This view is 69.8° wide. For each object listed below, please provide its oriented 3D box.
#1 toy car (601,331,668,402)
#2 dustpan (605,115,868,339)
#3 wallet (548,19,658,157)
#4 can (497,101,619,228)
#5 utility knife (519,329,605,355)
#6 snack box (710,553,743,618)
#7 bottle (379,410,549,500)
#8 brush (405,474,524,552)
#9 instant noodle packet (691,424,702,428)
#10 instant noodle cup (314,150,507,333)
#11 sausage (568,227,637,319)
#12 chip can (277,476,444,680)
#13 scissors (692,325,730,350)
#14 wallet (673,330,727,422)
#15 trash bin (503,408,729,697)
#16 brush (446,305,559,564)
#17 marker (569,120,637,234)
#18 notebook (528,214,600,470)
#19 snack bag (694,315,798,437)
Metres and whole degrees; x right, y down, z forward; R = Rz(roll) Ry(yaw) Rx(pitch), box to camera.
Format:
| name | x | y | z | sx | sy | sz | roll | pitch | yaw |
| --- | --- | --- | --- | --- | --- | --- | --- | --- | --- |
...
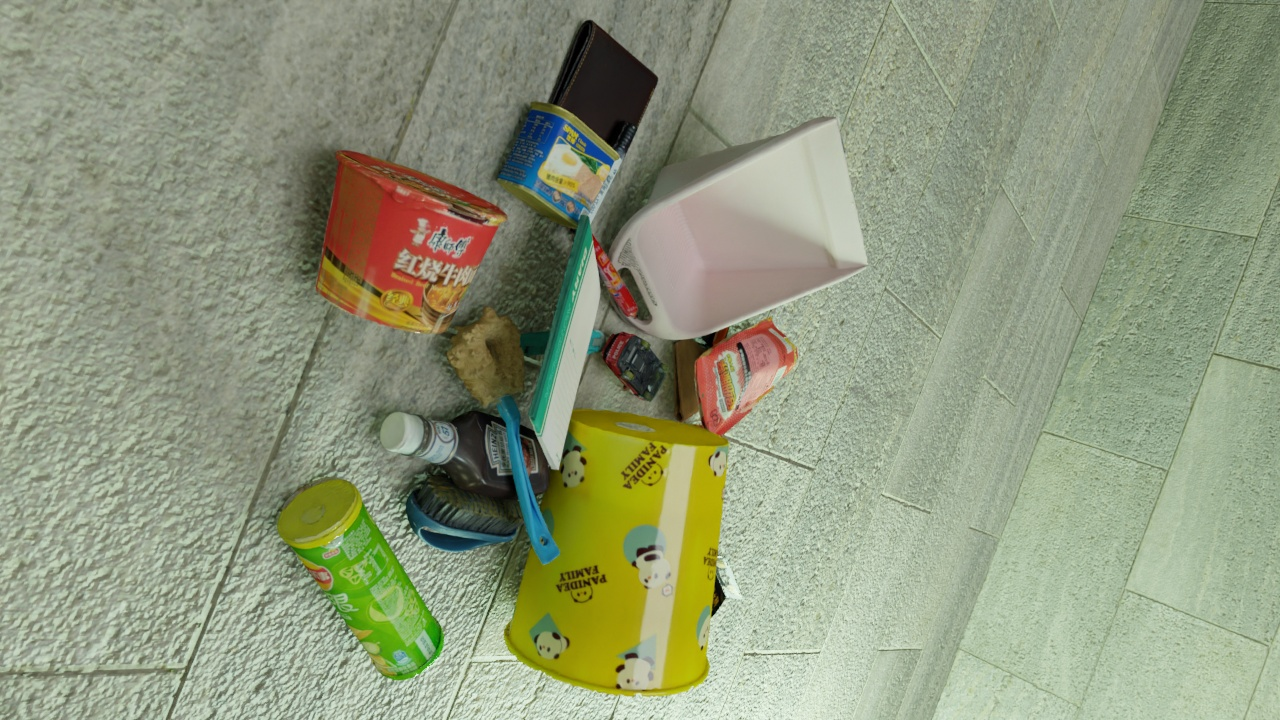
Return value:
| name | x | y | z | sx | sy | sz | roll | pitch | yaw |
| --- | --- | --- | --- | --- | --- | --- | --- | --- | --- |
| toy car | -0.006 | 0.006 | 1.060 | 0.053 | 0.045 | 0.120 | -60 | 150 | -12 |
| dustpan | 0.107 | -0.119 | 1.016 | 0.223 | 0.274 | 0.138 | 60 | 34 | -42 |
| wallet | -0.034 | -0.268 | 0.920 | 0.122 | 0.020 | 0.096 | 20 | 95 | -54 |
| can | -0.079 | -0.183 | 0.873 | 0.102 | 0.057 | 0.083 | 30 | 85 | -52 |
| utility knife | -0.091 | -0.017 | 0.970 | 0.171 | 0.013 | 0.029 | -5 | 111 | -50 |
| snack box | 0.059 | 0.278 | 1.200 | 0.053 | 0.126 | 0.113 | -49 | 139 | -25 |
| bottle | -0.164 | 0.086 | 0.882 | 0.194 | 0.044 | 0.079 | 25 | 49 | -53 |
| brush | -0.178 | 0.158 | 0.913 | 0.073 | 0.055 | 0.143 | -49 | 145 | 12 |
| instant noodle packet | 0.047 | 0.146 | 1.195 | 0.110 | 0.044 | 0.128 | 5 | 102 | -48 |
| instant noodle cup | -0.189 | -0.091 | 0.726 | 0.137 | 0.138 | 0.109 | 7 | 110 | -52 |
| sausage | -0.040 | -0.101 | 0.968 | 0.020 | 0.020 | 0.156 | -51 | 127 | -24 |
| chip can | -0.246 | 0.205 | 0.831 | 0.072 | 0.073 | 0.221 | -43 | 135 | -31 |
| scissors | 0.120 | -0.117 | 1.179 | 0.234 | 0.022 | 0.125 | -58 | 143 | -26 |
| wallet | 0.080 | 0.011 | 1.193 | 0.101 | 0.020 | 0.115 | -27 | 123 | -41 |
| trash bin | -0.015 | 0.196 | 1.003 | 0.229 | 0.230 | 0.255 | 5 | 97 | -52 |
| brush | -0.123 | 0.073 | 0.878 | 0.083 | 0.046 | 0.255 | -27 | 104 | -55 |
| marker | -0.038 | -0.185 | 0.928 | 0.022 | 0.018 | 0.130 | 33 | 77 | -31 |
| notebook | -0.071 | -0.015 | 0.891 | 0.150 | 0.012 | 0.208 | 84 | 17 | -66 |
| snack bag | 0.129 | 0.019 | 1.180 | 0.207 | 0.073 | 0.129 | -30 | 123 | -51 |
